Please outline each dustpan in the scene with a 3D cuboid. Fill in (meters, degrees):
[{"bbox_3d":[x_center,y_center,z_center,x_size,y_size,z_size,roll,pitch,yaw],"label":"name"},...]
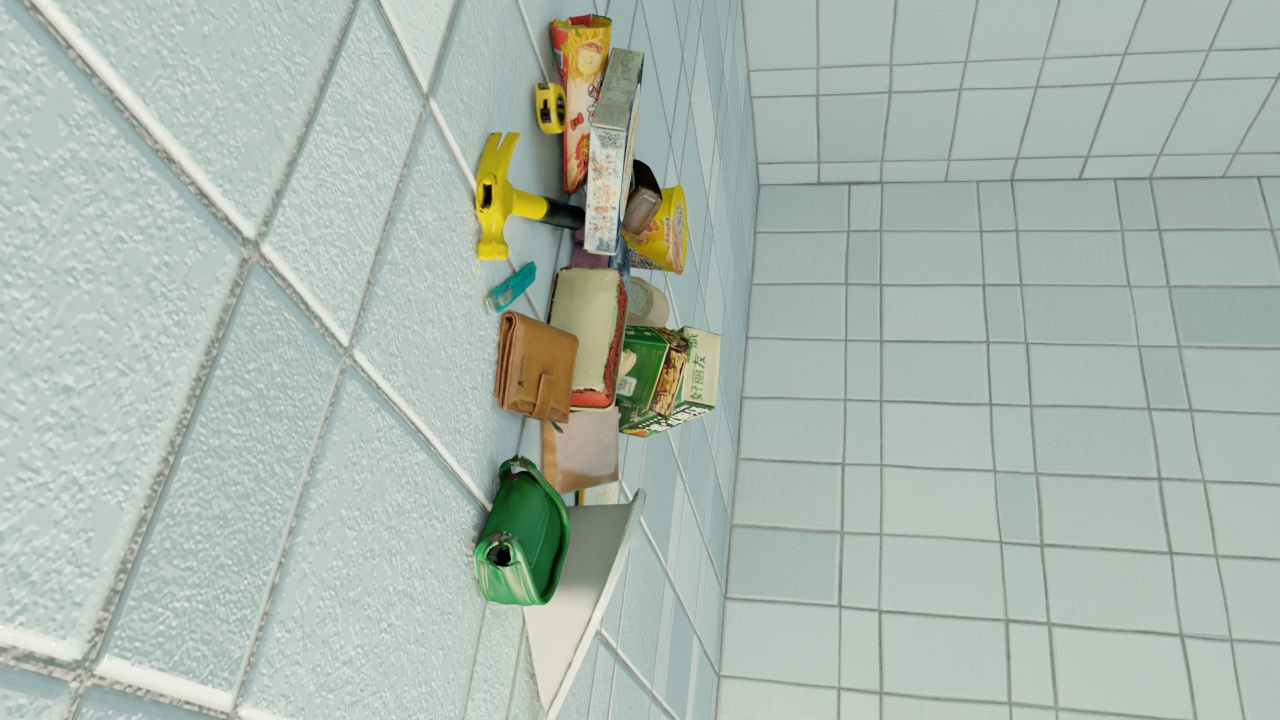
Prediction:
[{"bbox_3d":[-0.047,0.283,1.116,0.222,0.143,0.258,-68,151,-58],"label":"dustpan"}]

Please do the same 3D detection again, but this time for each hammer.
[{"bbox_3d":[-0.115,-0.170,1.017,0.300,0.033,0.129,-17,109,-77],"label":"hammer"}]

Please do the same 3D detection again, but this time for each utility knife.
[{"bbox_3d":[-0.135,-0.078,0.977,0.151,0.013,0.029,-60,151,-65],"label":"utility knife"}]

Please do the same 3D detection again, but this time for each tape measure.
[{"bbox_3d":[-0.105,-0.290,1.054,0.060,0.029,0.057,-45,135,-73],"label":"tape measure"}]

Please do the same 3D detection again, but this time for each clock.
[{"bbox_3d":[-0.054,-0.131,1.243,0.117,0.060,0.158,7,86,-77],"label":"clock"}]

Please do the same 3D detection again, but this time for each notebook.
[{"bbox_3d":[-0.062,0.240,1.320,0.145,0.010,0.206,0,93,-71],"label":"notebook"}]

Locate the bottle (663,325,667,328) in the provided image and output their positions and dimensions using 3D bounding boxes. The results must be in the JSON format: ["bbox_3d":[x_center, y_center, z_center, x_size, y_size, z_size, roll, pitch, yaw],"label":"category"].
[{"bbox_3d":[0.018,-0.009,1.600,0.150,0.067,0.066,87,11,-54],"label":"bottle"}]

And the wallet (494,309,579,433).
[{"bbox_3d":[-0.114,0.017,1.003,0.130,0.035,0.119,22,68,-62],"label":"wallet"}]

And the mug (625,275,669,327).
[{"bbox_3d":[-0.016,-0.066,1.413,0.124,0.084,0.103,-62,166,2],"label":"mug"}]

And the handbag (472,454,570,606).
[{"bbox_3d":[-0.122,0.178,0.939,0.131,0.068,0.120,-76,162,-46],"label":"handbag"}]

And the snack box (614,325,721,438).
[{"bbox_3d":[0.036,0.038,1.376,0.241,0.063,0.114,150,-51,-61],"label":"snack box"}]

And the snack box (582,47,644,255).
[{"bbox_3d":[-0.033,-0.256,1.122,0.183,0.046,0.177,97,1,-47],"label":"snack box"}]

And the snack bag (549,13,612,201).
[{"bbox_3d":[-0.076,-0.315,1.140,0.128,0.073,0.208,-70,165,-58],"label":"snack bag"}]

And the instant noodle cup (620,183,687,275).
[{"bbox_3d":[0.008,-0.199,1.399,0.138,0.110,0.138,2,89,-78],"label":"instant noodle cup"}]

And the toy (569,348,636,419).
[{"bbox_3d":[-0.053,0.054,1.191,0.105,0.066,0.157,24,89,-47],"label":"toy"}]

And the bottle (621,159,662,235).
[{"bbox_3d":[-0.017,-0.247,1.294,0.080,0.044,0.194,-55,-153,22],"label":"bottle"}]

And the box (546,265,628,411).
[{"bbox_3d":[-0.067,-0.031,1.115,0.080,0.091,0.168,71,23,-64],"label":"box"}]

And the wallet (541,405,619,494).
[{"bbox_3d":[-0.073,0.111,1.136,0.115,0.020,0.101,-4,98,-41],"label":"wallet"}]

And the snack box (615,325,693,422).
[{"bbox_3d":[-0.008,0.007,1.270,0.117,0.105,0.118,-138,-118,-65],"label":"snack box"}]
